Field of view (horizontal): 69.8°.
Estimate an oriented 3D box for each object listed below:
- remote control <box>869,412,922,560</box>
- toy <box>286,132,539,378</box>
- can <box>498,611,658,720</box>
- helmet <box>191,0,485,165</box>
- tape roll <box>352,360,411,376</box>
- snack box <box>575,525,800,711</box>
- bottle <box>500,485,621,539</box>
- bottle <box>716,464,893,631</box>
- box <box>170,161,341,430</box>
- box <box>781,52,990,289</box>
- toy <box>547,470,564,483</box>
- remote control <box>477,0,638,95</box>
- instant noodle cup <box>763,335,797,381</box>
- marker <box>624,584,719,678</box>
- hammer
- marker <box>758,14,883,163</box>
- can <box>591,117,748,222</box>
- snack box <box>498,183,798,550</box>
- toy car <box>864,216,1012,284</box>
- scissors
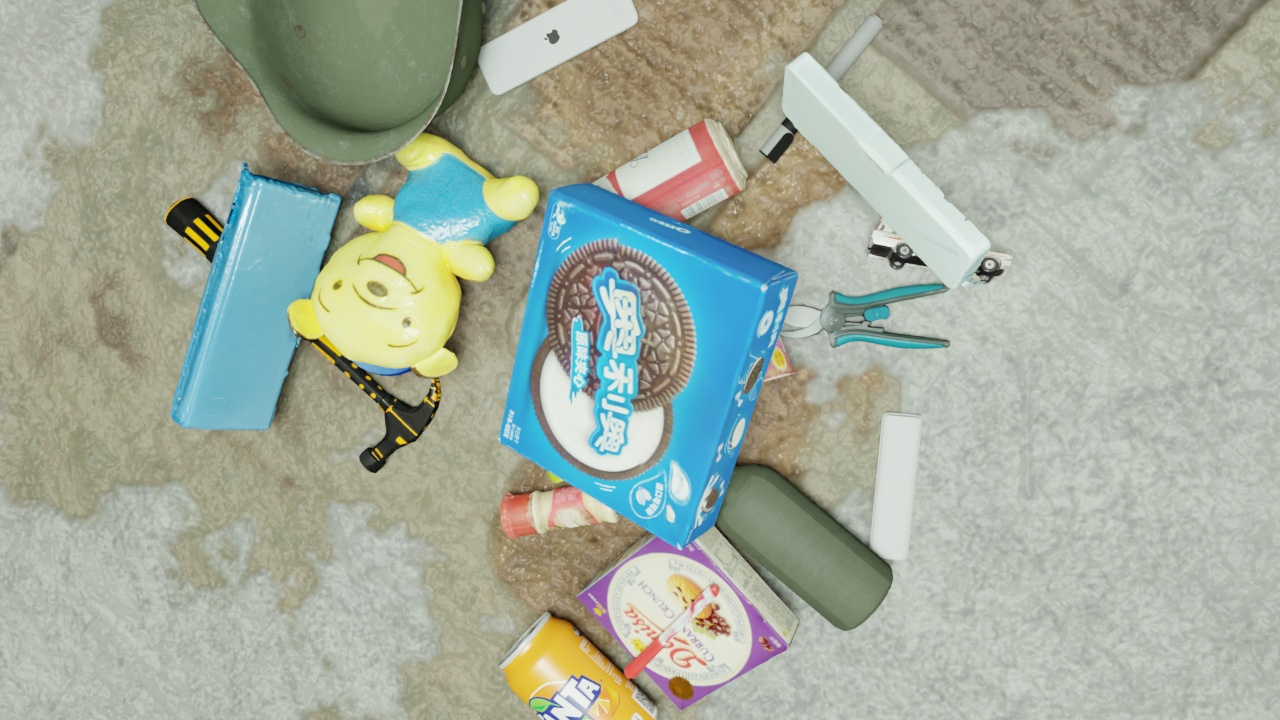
[{"bbox_3d":[0.223,0.111,0.801,0.033,0.012,0.131,5,99,10],"label":"remote control"},{"bbox_3d":[-0.193,-0.086,0.802,0.149,0.084,0.214,30,88,11],"label":"toy"},{"bbox_3d":[-0.057,0.306,0.848,0.142,0.079,0.079,43,103,2],"label":"can"},{"bbox_3d":[-0.219,-0.289,0.754,0.227,0.153,0.268,-2,92,12],"label":"helmet"},{"bbox_3d":[-0.233,-0.033,0.848,0.091,0.016,0.093,35,82,1],"label":"tape roll"},{"bbox_3d":[0.040,0.221,0.815,0.143,0.040,0.148,47,122,1],"label":"snack box"},{"bbox_3d":[-0.073,0.136,0.846,0.109,0.044,0.044,-10,96,11],"label":"bottle"},{"bbox_3d":[0.118,0.142,0.795,0.207,0.071,0.071,40,103,3],"label":"bottle"},{"bbox_3d":[-0.366,-0.060,0.831,0.102,0.094,0.232,27,102,33],"label":"box"},{"bbox_3d":[0.182,-0.133,0.688,0.049,0.136,0.197,-41,73,12],"label":"box"},{"bbox_3d":[-0.051,0.075,0.837,0.093,0.036,0.094,29,101,14],"label":"toy"},{"bbox_3d":[-0.074,-0.283,0.803,0.147,0.008,0.045,-23,94,13],"label":"remote control"},{"bbox_3d":[0.071,-0.029,0.774,0.098,0.097,0.108,-16,86,12],"label":"instant noodle cup"},{"bbox_3d":[0.026,0.236,0.795,0.013,0.012,0.143,39,122,3],"label":"marker"},{"bbox_3d":[-0.324,-0.041,0.874,0.320,0.036,0.123,43,99,0],"label":"hammer"},{"bbox_3d":[0.150,-0.226,0.765,0.016,0.016,0.141,40,103,3],"label":"marker"},{"bbox_3d":[0.005,-0.138,0.779,0.170,0.067,0.067,-27,92,13],"label":"can"},{"bbox_3d":[-0.004,0.004,0.730,0.196,0.056,0.239,27,118,24],"label":"snack box"},{"bbox_3d":[0.246,-0.093,0.757,0.113,0.039,0.039,11,78,8],"label":"toy car"},{"bbox_3d":[0.195,-0.037,0.783,0.128,0.019,0.153,46,105,4],"label":"scissors"}]
